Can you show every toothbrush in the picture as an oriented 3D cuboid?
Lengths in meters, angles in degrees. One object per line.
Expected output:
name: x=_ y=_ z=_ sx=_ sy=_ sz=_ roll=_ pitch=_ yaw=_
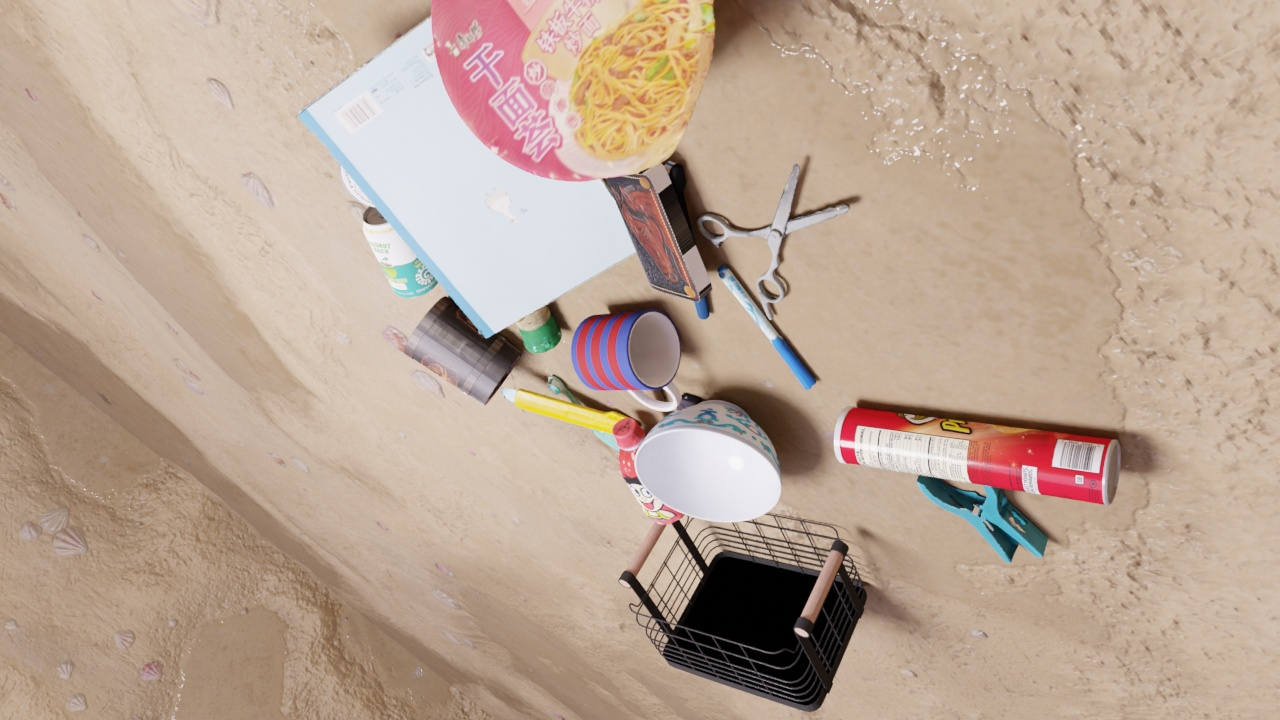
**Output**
toothbrush: x=-0.058 y=0.067 z=1.066 sx=0.135 sy=0.017 sz=0.022 roll=44 pitch=120 yaw=-14
toothbrush: x=0.023 y=0.055 z=0.979 sx=0.016 sy=0.016 sz=0.167 roll=10 pitch=141 yaw=33
toothbrush: x=0.041 y=-0.095 z=0.769 sx=0.014 sy=0.014 sz=0.168 roll=27 pitch=150 yaw=33

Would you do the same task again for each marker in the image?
marker: x=0.109 y=-0.028 z=0.797 sx=0.013 sy=0.013 sz=0.142 roll=-13 pitch=125 yaw=50

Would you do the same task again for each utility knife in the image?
utility knife: x=-0.082 y=0.057 z=1.046 sx=0.165 sy=0.017 sz=0.031 roll=14 pitch=119 yaw=2

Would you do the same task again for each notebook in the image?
notebook: x=-0.136 y=-0.151 z=0.773 sx=0.181 sy=0.009 sz=0.253 roll=-28 pitch=118 yaw=17

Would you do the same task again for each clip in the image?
clip: x=0.312 y=0.122 z=0.799 sx=0.130 sy=0.031 sz=0.121 roll=31 pitch=143 yaw=6

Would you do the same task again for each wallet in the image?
wallet: x=0.013 y=-0.107 z=0.755 sx=0.072 sy=0.019 sz=0.123 roll=21 pitch=145 yaw=48

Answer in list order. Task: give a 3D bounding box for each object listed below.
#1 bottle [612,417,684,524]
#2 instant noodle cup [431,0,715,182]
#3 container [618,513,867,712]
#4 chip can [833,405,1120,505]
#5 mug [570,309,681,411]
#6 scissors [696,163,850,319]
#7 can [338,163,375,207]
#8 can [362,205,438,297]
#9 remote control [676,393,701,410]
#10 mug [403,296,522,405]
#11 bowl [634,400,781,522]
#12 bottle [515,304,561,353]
bottle: x=0.008 y=0.121 z=1.036 sx=0.062 sy=0.061 sz=0.137 roll=5 pitch=138 yaw=38
instant noodle cup: x=-0.034 y=-0.207 z=0.579 sx=0.179 sy=0.077 sz=0.179 roll=5 pitch=109 yaw=14
container: x=0.118 y=0.263 z=1.025 sx=0.242 sy=0.162 sz=0.130 roll=4 pitch=137 yaw=39
chip can: x=0.268 y=0.075 z=0.750 sx=0.215 sy=0.051 sz=0.052 roll=6 pitch=138 yaw=37
mug: x=-0.005 y=0.005 z=0.882 sx=0.076 sy=0.074 sz=0.112 roll=-2 pitch=129 yaw=44
scissors: x=0.109 y=-0.088 z=0.718 sx=0.142 sy=0.014 sz=0.162 roll=10 pitch=140 yaw=39
can: x=-0.215 y=-0.183 z=0.834 sx=0.132 sy=0.070 sz=0.070 roll=-4 pitch=131 yaw=45
can: x=-0.251 y=-0.117 z=0.967 sx=0.055 sy=0.054 sz=0.102 roll=16 pitch=143 yaw=27
remote control: x=0.061 y=0.086 z=0.985 sx=0.032 sy=0.015 sz=0.137 roll=17 pitch=141 yaw=26
mug: x=-0.200 y=-0.009 z=1.056 sx=0.107 sy=0.080 sz=0.116 roll=35 pitch=176 yaw=-3
bowl: x=0.073 y=0.088 z=0.908 sx=0.144 sy=0.074 sz=0.144 roll=11 pitch=138 yaw=10
bottle: x=-0.117 y=-0.058 z=0.934 sx=0.043 sy=0.043 sz=0.111 roll=11 pitch=140 yaw=33
